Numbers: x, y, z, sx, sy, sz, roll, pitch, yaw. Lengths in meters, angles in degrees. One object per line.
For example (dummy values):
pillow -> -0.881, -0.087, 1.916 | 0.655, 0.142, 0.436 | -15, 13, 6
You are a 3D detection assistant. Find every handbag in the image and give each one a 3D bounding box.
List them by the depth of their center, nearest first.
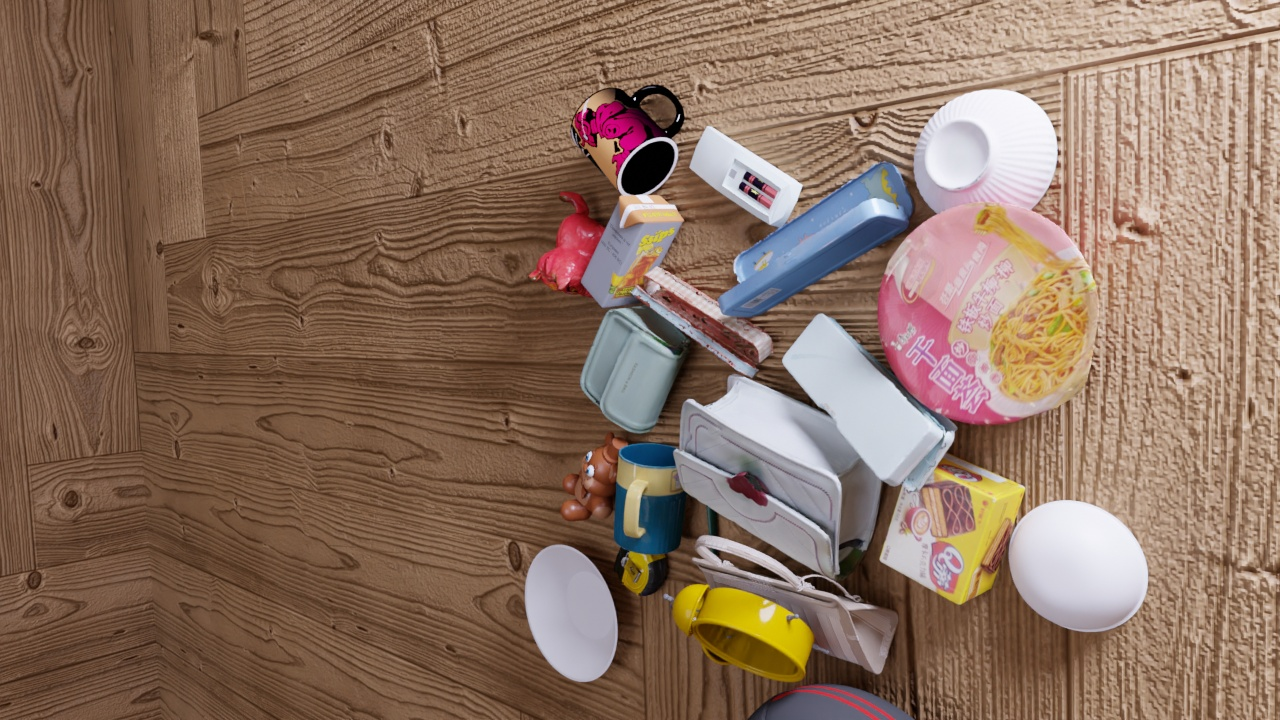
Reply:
handbag -> 0.121, 0.215, 0.874 | 0.176, 0.198, 0.062 | 5, 61, 43
handbag -> 0.131, 0.117, 0.912 | 0.199, 0.096, 0.142 | 26, 129, 38
handbag -> -0.006, 0.006, 1.059 | 0.106, 0.067, 0.122 | 41, 120, 32

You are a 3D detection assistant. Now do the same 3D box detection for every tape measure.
tape measure -> 0.000, 0.246, 1.097 | 0.064, 0.037, 0.066 | 41, 120, 34

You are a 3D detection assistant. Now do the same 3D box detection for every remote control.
remote control -> 0.105, -0.192, 0.960 | 0.143, 0.024, 0.050 | 42, 121, 33

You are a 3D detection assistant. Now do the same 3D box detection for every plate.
plate -> -0.079, 0.320, 1.180 | 0.174, 0.036, 0.174 | 6, 98, 43

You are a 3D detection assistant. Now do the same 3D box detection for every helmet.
helmet -> 0.188, 0.390, 0.844 | 0.265, 0.163, 0.170 | 17, 107, 42

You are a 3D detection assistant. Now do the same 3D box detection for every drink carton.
drink carton -> -0.011, -0.125, 1.045 | 0.048, 0.076, 0.125 | 50, 129, 28

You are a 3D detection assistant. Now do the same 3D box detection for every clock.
clock -> 0.096, 0.259, 0.879 | 0.152, 0.113, 0.051 | -1, 50, 42

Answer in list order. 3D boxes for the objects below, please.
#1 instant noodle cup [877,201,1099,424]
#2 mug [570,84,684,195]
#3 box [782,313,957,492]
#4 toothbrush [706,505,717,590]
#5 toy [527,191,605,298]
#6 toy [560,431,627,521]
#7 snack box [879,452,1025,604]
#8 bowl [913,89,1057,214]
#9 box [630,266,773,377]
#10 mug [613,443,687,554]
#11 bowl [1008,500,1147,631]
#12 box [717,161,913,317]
instant noodle cup -> 0.295, -0.039, 0.759 | 0.179, 0.077, 0.178 | 6, 98, 42
mug -> -0.006, -0.257, 1.031 | 0.118, 0.082, 0.098 | -43, 62, 7
box -> 0.201, 0.031, 0.834 | 0.199, 0.066, 0.083 | -124, 40, -53
toothbrush -> 0.078, 0.189, 1.032 | 0.017, 0.016, 0.190 | 1, 94, 46
toy -> -0.084, -0.140, 1.099 | 0.088, 0.093, 0.133 | -2, 92, 44
toy -> -0.052, 0.139, 1.106 | 0.128, 0.065, 0.094 | 116, 154, -42
snack box -> 0.273, 0.146, 0.809 | 0.084, 0.061, 0.106 | 26, 112, 40
bowl -> 0.279, -0.170, 0.770 | 0.118, 0.062, 0.118 | 5, 98, 43
box -> 0.059, -0.037, 1.001 | 0.188, 0.062, 0.058 | 36, 162, 38
mug -> 0.006, 0.160, 1.032 | 0.083, 0.113, 0.107 | 10, 104, 17
bowl -> 0.350, 0.173, 0.753 | 0.110, 0.040, 0.110 | 6, 98, 43
box -> 0.157, -0.114, 0.886 | 0.210, 0.074, 0.077 | -32, 68, 41
